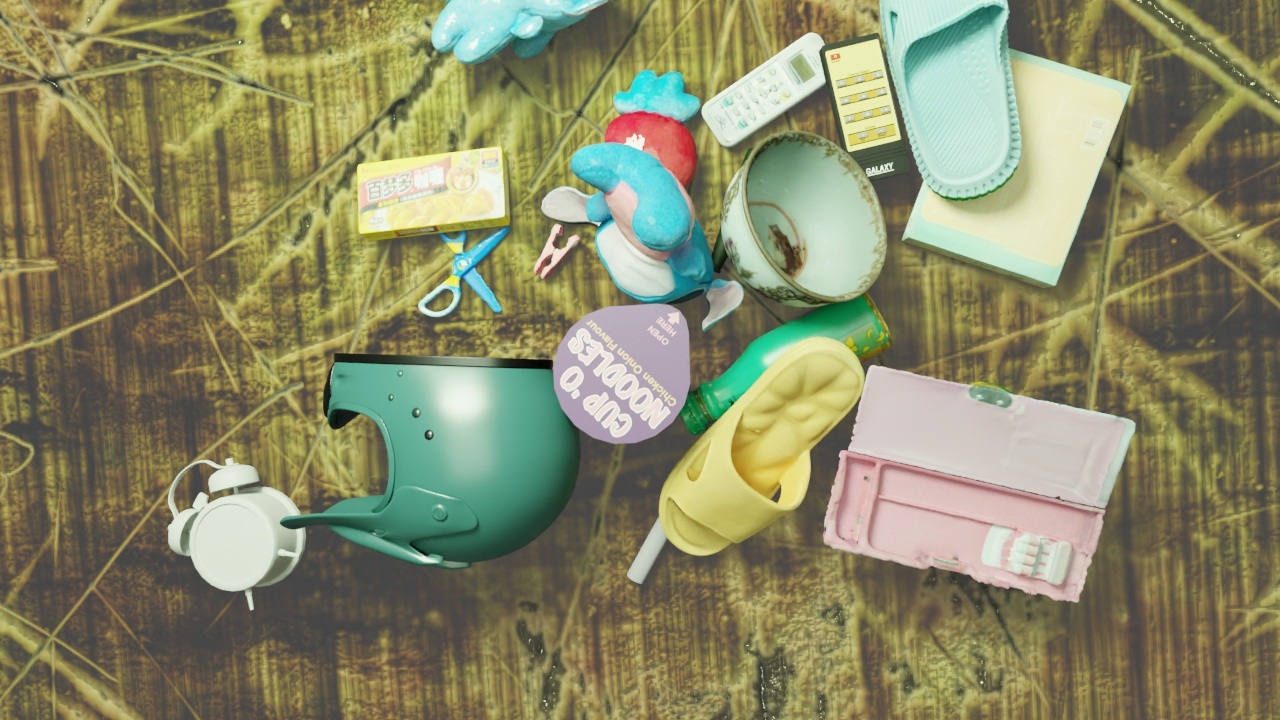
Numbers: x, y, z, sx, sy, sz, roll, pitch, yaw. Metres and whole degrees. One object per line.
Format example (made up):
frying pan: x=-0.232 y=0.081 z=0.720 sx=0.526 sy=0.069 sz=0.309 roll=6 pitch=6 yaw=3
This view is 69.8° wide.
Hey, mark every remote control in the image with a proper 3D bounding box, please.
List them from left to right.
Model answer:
remote control: x=0.125 y=-0.260 z=0.890 sx=0.133 sy=0.022 sz=0.050 roll=-33 pitch=88 yaw=7
remote control: x=0.211 y=-0.236 z=0.865 sx=0.058 sy=0.013 sz=0.133 roll=-14 pitch=93 yaw=-1

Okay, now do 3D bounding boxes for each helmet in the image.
helmet: x=-0.193 y=0.096 z=0.866 sx=0.275 sy=0.176 sz=0.200 roll=2 pitch=90 yaw=10

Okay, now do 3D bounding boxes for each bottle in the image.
bottle: x=0.095 y=-0.144 z=0.893 sx=0.033 sy=0.033 sz=0.123 roll=24 pitch=95 yaw=5
bottle: x=0.132 y=0.006 z=0.877 sx=0.210 sy=0.068 sz=0.068 roll=-28 pitch=89 yaw=7

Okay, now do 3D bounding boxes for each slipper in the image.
slipper: x=0.108 y=0.094 z=0.842 sx=0.099 sy=0.078 sz=0.264 roll=31 pitch=113 yaw=-16
slipper: x=0.275 y=-0.279 z=0.821 sx=0.116 sy=0.069 sz=0.276 roll=-13 pitch=78 yaw=32

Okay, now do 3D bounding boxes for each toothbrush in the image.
toothbrush: x=0.039 y=0.139 z=0.918 sx=0.018 sy=0.019 sz=0.188 roll=27 pitch=95 yaw=-12

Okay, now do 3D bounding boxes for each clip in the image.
clip: x=-0.090 y=-0.113 z=0.922 sx=0.060 sy=0.023 sz=0.045 roll=-33 pitch=84 yaw=5

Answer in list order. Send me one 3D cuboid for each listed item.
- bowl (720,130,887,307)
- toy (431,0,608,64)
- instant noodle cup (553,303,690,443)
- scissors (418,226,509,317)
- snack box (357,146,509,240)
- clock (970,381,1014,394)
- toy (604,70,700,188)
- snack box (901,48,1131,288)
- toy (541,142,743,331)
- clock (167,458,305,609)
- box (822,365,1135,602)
bowl: x=0.133 y=-0.116 z=0.835 sx=0.159 sy=0.094 sz=0.159 roll=9 pitch=71 yaw=-28
toy: x=-0.114 y=-0.340 z=0.875 sx=0.183 sy=0.115 sz=0.180 roll=33 pitch=77 yaw=26
instant noodle cup: x=-0.005 y=0.005 z=0.866 sx=0.122 sy=0.121 sz=0.137 roll=43 pitch=96 yaw=3
scissors: x=-0.184 y=-0.097 z=0.938 sx=0.126 sy=0.013 sz=0.125 roll=-40 pitch=86 yaw=9
snack box: x=-0.209 y=-0.167 z=0.925 sx=0.152 sy=0.025 sz=0.075 roll=-5 pitch=80 yaw=7
clock: x=0.307 y=0.098 z=0.864 sx=0.118 sy=0.060 sz=0.162 roll=29 pitch=95 yaw=4
toy: x=0.012 y=-0.220 z=0.890 sx=0.092 sy=0.062 sz=0.132 roll=9 pitch=75 yaw=-8
snack box: x=0.348 y=-0.182 z=0.855 sx=0.141 sy=0.044 sz=0.193 roll=20 pitch=94 yaw=7
toy: x=-0.002 y=-0.122 z=0.831 sx=0.224 sy=0.191 sz=0.099 roll=39 pitch=81 yaw=21
clock: x=-0.424 y=0.172 z=0.958 sx=0.159 sy=0.061 sz=0.120 roll=43 pitch=96 yaw=8
box: x=0.294 y=0.108 z=0.815 sx=0.233 sy=0.040 sz=0.179 roll=14 pitch=101 yaw=5
